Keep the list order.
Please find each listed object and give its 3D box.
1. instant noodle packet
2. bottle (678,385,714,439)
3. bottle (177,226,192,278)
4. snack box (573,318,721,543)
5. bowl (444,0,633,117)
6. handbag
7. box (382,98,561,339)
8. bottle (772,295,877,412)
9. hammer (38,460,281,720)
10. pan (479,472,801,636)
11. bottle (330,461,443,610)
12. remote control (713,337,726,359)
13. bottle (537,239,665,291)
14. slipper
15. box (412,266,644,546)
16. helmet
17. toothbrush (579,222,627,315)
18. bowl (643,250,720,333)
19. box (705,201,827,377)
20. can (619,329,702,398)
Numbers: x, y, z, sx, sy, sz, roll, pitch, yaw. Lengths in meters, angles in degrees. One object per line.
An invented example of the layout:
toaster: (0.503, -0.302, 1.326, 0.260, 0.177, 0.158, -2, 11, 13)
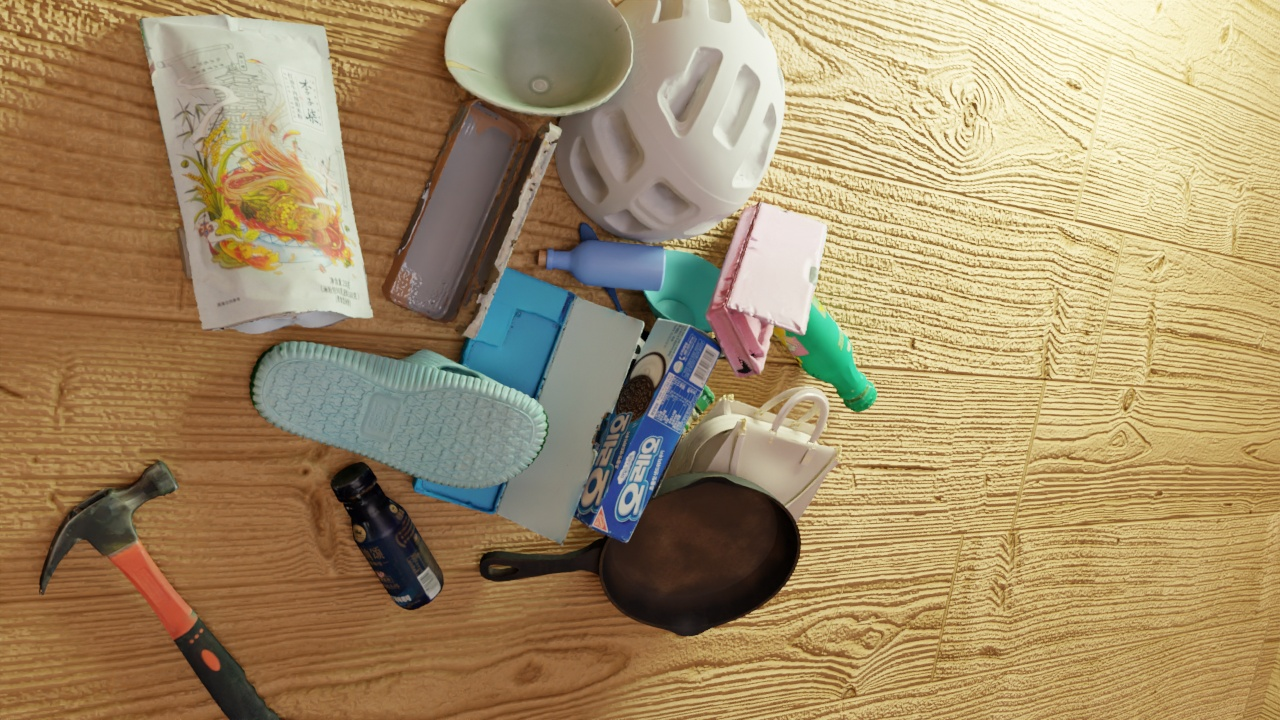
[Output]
instant noodle packet: (-0.307, -0.158, 0.749, 0.146, 0.057, 0.269, -8, 81, -34)
bottle: (0.038, 0.071, 1.068, 0.109, 0.043, 0.042, -48, 121, -12)
bottle: (-0.334, -0.098, 0.787, 0.108, 0.060, 0.060, -11, 107, -29)
snack box: (0.003, 0.069, 0.936, 0.059, 0.059, 0.226, 30, 83, -37)
bowl: (-0.096, -0.282, 0.879, 0.174, 0.068, 0.174, 2, 66, -5)
handbag: (0.144, 0.106, 1.075, 0.194, 0.101, 0.198, 17, 119, -33)
box: (-0.165, -0.139, 0.876, 0.107, 0.095, 0.216, 23, 90, -8)
bottle: (0.230, -0.011, 1.149, 0.068, 0.068, 0.209, -51, 122, -11)
hammer: (-0.412, 0.259, 0.847, 0.132, 0.033, 0.333, -34, 118, -22)
pan: (0.001, 0.213, 1.028, 0.356, 0.043, 0.249, -1, 124, -9)
bottle: (-0.251, 0.174, 0.908, 0.056, 0.056, 0.161, -33, 117, -21)
remote control: (0.103, -0.020, 1.051, 0.045, 0.021, 0.140, -39, 166, 21)
bottle: (-0.041, -0.101, 0.958, 0.131, 0.048, 0.048, 5, 100, -5)
slipper: (-0.226, 0.047, 0.876, 0.276, 0.069, 0.116, 16, 98, -14)
box: (-0.113, 0.044, 0.937, 0.174, 0.063, 0.243, 21, 91, 3)
helmet: (0.048, -0.262, 0.961, 0.224, 0.184, 0.281, 42, 58, -36)
toothbrush: (-0.038, -0.089, 0.997, 0.021, 0.016, 0.132, -22, 115, 4)
bowl: (0.047, -0.064, 1.023, 0.121, 0.121, 0.046, -5, 144, -31)
box: (0.148, -0.091, 0.991, 0.099, 0.099, 0.231, 63, 30, -26)
can: (-0.006, 0.006, 1.002, 0.146, 0.080, 0.080, 17, 92, -33)
